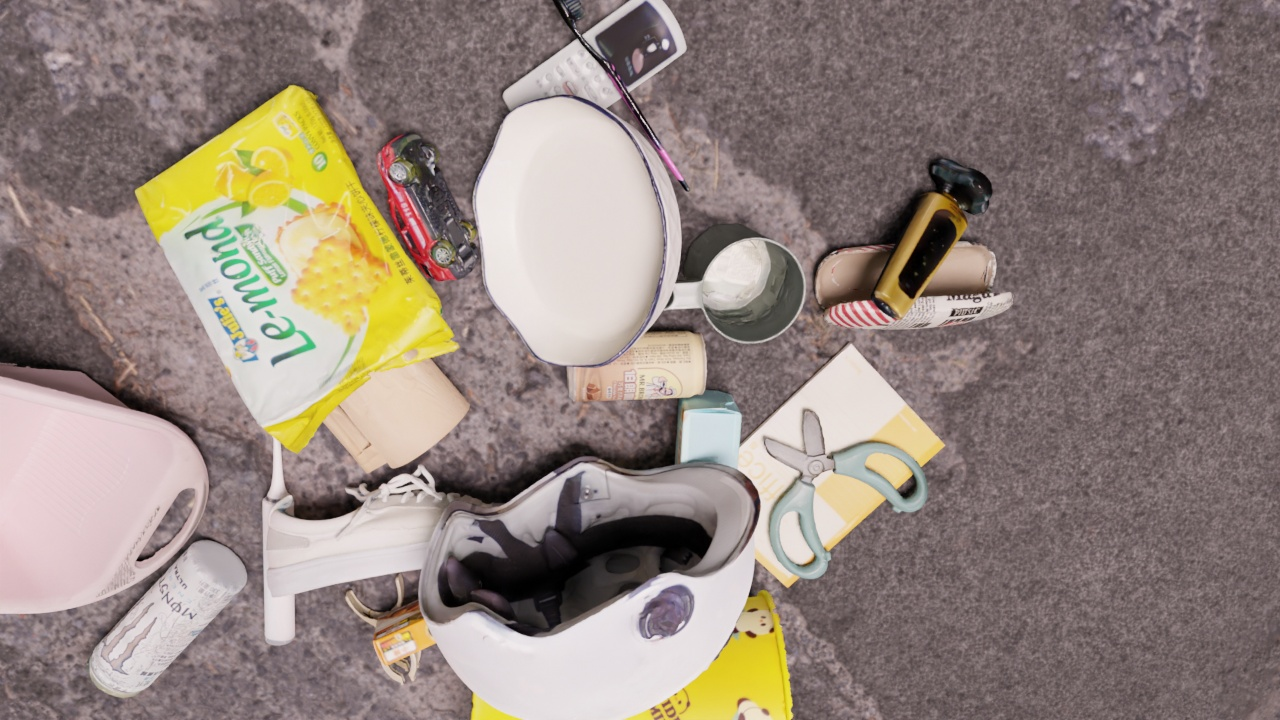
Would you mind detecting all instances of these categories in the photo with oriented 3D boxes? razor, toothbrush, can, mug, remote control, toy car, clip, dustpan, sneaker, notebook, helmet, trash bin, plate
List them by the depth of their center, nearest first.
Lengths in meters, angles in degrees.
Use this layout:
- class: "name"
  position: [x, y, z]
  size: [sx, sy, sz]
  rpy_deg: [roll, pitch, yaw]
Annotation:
- class: "dustpan"
  position: [-0.476, 0.110, 0.692]
  size: [0.139, 0.273, 0.223]
  rpy_deg: [38, 103, 10]
- class: "helmet"
  position: [-0.029, 0.182, 0.694]
  size: [0.258, 0.229, 0.146]
  rpy_deg: [-15, 109, -18]
- class: "plate"
  position: [-0.048, -0.097, 0.702]
  size: [0.045, 0.205, 0.205]
  rpy_deg: [-17, 114, -47]
- class: "toothbrush"
  position: [-0.011, -0.213, 0.724]
  size: [0.017, 0.014, 0.189]
  rpy_deg: [-39, 108, -7]
- class: "remote control"
  position: [-0.036, -0.231, 0.734]
  size: [0.150, 0.021, 0.058]
  rpy_deg: [-35, 107, 5]
- class: "toy car"
  position: [-0.173, -0.120, 0.734]
  size: [0.045, 0.052, 0.120]
  rpy_deg: [-11, 114, 22]
- class: "mug"
  position: [0.062, -0.066, 0.752]
  size: [0.124, 0.103, 0.084]
  rpy_deg: [-3, 107, -5]
- class: "razor"
  position: [0.238, -0.099, 0.754]
  size: [0.062, 0.068, 0.167]
  rpy_deg: [42, 64, -11]
- class: "mug"
  position: [-0.221, 0.031, 0.768]
  size: [0.125, 0.084, 0.103]
  rpy_deg: [-27, 108, 29]
- class: "can"
  position: [-0.005, 0.005, 0.789]
  size: [0.116, 0.058, 0.058]
  rpy_deg: [-2, 107, -6]
- class: "sneaker"
  position: [-0.200, 0.139, 0.799]
  size: [0.242, 0.090, 0.090]
  rpy_deg: [-7, 81, -14]
- class: "can"
  position: [-0.415, 0.227, 0.806]
  size: [0.058, 0.058, 0.147]
  rpy_deg: [43, 97, -16]
- class: "trash bin"
  position: [-0.008, 0.322, 0.806]
  size: [0.255, 0.229, 0.230]
  rpy_deg: [-1, 107, -1]
- class: "toothbrush"
  position: [-0.320, 0.149, 0.812]
  size: [0.026, 0.026, 0.221]
  rpy_deg: [9, 106, 13]
- class: "clip"
  position: [-0.226, 0.248, 0.851]
  size: [0.066, 0.034, 0.099]
  rpy_deg: [-16, 99, -1]
- class: "notebook"
  position: [0.166, 0.102, 0.863]
  size: [0.206, 0.010, 0.146]
  rpy_deg: [-44, 106, 7]

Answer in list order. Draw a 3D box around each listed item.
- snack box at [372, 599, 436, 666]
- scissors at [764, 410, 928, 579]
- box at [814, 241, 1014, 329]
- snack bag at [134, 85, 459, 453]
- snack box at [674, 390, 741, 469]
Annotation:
- class: "snack box"
  position: [-0.157, 0.214, 0.809]
  size: [0.153, 0.075, 0.026]
  rpy_deg: [-23, 96, -12]
- class: "scissors"
  position: [0.194, 0.122, 0.857]
  size: [0.181, 0.019, 0.170]
  rpy_deg: [-7, 106, -3]
- class: "box"
  position: [0.236, -0.053, 0.786]
  size: [0.163, 0.087, 0.076]
  rpy_deg: [-3, 122, -8]
- class: "snack bag"
  position: [-0.255, -0.074, 0.689]
  size: [0.158, 0.068, 0.246]
  rpy_deg: [-33, 79, 2]
- class: "snack box"
  position: [0.055, 0.118, 0.811]
  size: [0.051, 0.074, 0.175]
  rpy_deg: [3, 101, -1]
